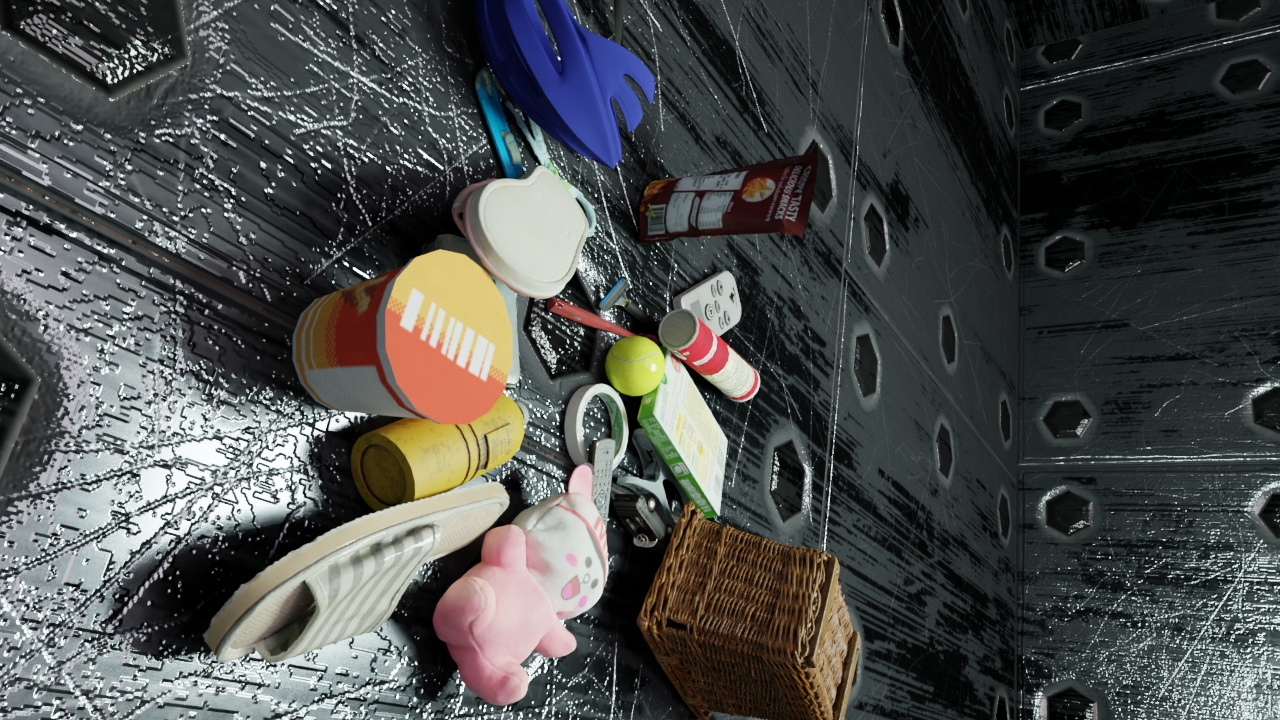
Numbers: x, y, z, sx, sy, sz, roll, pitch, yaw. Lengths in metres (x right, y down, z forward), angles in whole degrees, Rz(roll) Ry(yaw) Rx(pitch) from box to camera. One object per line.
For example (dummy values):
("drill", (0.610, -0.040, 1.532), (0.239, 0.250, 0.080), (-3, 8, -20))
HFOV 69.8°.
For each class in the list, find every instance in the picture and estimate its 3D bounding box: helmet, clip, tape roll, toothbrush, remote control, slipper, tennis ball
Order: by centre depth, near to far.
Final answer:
("slipper", (-0.187, 0.152, 0.678), (0.054, 0.115, 0.272), (44, 27, 15))
("slipper", (-0.103, -0.113, 0.809), (0.114, 0.054, 0.273), (53, 17, -10))
("helmet", (-0.037, -0.322, 0.863), (0.241, 0.228, 0.147), (54, 9, -14))
("remote control", (-0.045, 0.147, 0.944), (0.033, 0.013, 0.136), (0, 96, -53))
("tape roll", (-0.046, 0.072, 0.973), (0.093, 0.018, 0.093), (13, 75, -55))
("tennis ball", (-0.006, 0.006, 0.998), (0.065, 0.065, 0.065), (12, 76, -55))
("toothbrush", (-0.037, -0.039, 1.003), (0.189, 0.016, 0.016), (20, 73, -54))
("clip", (0.032, 0.138, 1.074), (0.163, 0.028, 0.114), (51, 45, -41))
("remote control", (0.092, -0.067, 1.196), (0.150, 0.019, 0.074), (-34, 113, -53))

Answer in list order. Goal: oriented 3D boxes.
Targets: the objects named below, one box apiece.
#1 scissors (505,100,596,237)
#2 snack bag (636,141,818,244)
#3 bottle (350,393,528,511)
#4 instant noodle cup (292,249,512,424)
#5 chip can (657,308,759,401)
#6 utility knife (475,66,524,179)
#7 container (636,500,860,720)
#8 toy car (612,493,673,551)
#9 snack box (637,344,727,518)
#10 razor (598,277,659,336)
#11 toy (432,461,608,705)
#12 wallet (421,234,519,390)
("scissors", (-0.097, -0.189, 0.938), (0.175, 0.032, 0.092), (57, 44, -28))
("snack bag", (0.101, -0.186, 1.056), (0.066, 0.208, 0.138), (55, 43, -37))
("bottle", (-0.153, 0.069, 0.765), (0.163, 0.071, 0.071), (-25, 106, -55))
("instant noodle cup", (-0.183, -0.011, 0.686), (0.123, 0.121, 0.123), (12, 76, -55))
("chip can", (0.088, -0.003, 1.126), (0.214, 0.052, 0.051), (36, 56, -58))
("utility knife", (-0.124, -0.193, 0.897), (0.031, 0.015, 0.185), (-41, 120, -47))
("container", (0.136, 0.303, 1.030), (0.161, 0.183, 0.250), (-65, 147, -34))
("toy car", (0.002, 0.180, 1.007), (0.092, 0.040, 0.037), (59, 42, -37))
("snack box", (0.054, 0.083, 1.079), (0.168, 0.027, 0.131), (58, 27, -29))
("razor", (-0.002, -0.053, 1.057), (0.043, 0.022, 0.144), (-47, 144, 5))
("toy", (-0.095, 0.195, 0.824), (0.212, 0.084, 0.142), (-42, 124, -48))
("wallet", (-0.148, -0.040, 0.811), (0.100, 0.054, 0.131), (13, 69, -56))
